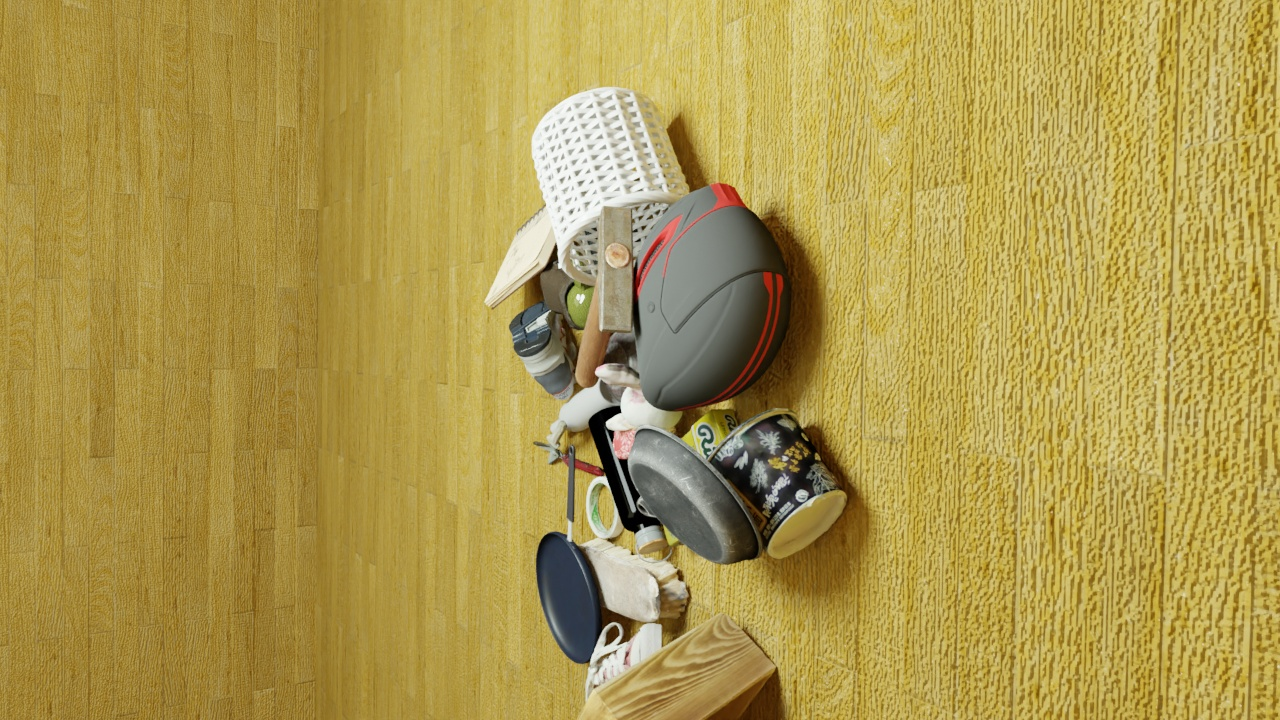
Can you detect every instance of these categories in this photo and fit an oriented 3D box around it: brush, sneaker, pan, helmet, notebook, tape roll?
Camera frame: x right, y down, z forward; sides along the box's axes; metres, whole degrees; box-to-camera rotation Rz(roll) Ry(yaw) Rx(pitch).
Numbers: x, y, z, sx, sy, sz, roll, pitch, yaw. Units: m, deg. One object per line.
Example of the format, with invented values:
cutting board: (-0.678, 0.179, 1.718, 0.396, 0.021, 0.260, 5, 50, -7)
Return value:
brush: (-0.030, 0.314, 1.322, 0.272, 0.056, 0.083, -2, 92, 58)
sneaker: (-0.027, 0.420, 1.242, 0.242, 0.088, 0.118, 111, 164, -50)
pan: (0.035, 0.166, 1.064, 0.187, 0.055, 0.358, 49, 159, 1)
helmet: (0.083, -0.052, 1.046, 0.170, 0.164, 0.265, 45, 119, 41)
notebook: (-0.181, -0.187, 1.513, 0.226, 0.024, 0.167, -26, 38, 56)
pan: (-0.102, 0.282, 1.348, 0.199, 0.021, 0.357, 35, 128, 51)
sneaker: (-0.147, -0.009, 1.470, 0.124, 0.089, 0.239, 62, -174, -20)
tape roll: (-0.052, 0.223, 1.392, 0.094, 0.018, 0.094, 0, 91, 58)

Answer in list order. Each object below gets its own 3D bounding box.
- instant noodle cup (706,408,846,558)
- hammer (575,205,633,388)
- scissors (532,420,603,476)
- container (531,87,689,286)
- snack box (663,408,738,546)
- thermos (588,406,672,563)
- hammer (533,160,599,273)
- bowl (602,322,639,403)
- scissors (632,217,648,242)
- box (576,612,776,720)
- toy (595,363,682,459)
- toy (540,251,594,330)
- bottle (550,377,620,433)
instant noodle cup: (0.149, 0.139, 0.991, 0.112, 0.137, 0.138, 52, 132, 33)
hammer: (-0.050, -0.042, 1.164, 0.302, 0.037, 0.157, 110, 161, -61)
scissors: (-0.123, 0.143, 1.469, 0.195, 0.015, 0.179, 31, 150, 33)
container: (-0.035, -0.225, 1.208, 0.190, 0.189, 0.186, -48, 50, 46)
snack box: (0.073, 0.154, 1.172, 0.181, 0.045, 0.121, -46, 53, 47)
thermos: (-0.012, 0.177, 1.289, 0.061, 0.061, 0.231, -52, 48, 43)
hammer: (-0.070, -0.196, 1.322, 0.025, 0.117, 0.332, -53, 47, 46)
bowl: (-0.008, 0.007, 1.276, 0.145, 0.067, 0.145, 0, 90, 57)
scissors: (-0.027, -0.174, 1.355, 0.168, 0.012, 0.158, 52, 134, 43)
box: (0.043, 0.507, 1.040, 0.263, 0.268, 0.280, 47, 129, 28)
toy: (0.009, 0.066, 1.197, 0.195, 0.159, 0.084, 107, 153, -48)
toy: (-0.092, -0.100, 1.389, 0.153, 0.078, 0.179, 38, 148, 54)
bottle: (-0.087, 0.076, 1.413, 0.196, 0.052, 0.052, -35, 61, 52)
